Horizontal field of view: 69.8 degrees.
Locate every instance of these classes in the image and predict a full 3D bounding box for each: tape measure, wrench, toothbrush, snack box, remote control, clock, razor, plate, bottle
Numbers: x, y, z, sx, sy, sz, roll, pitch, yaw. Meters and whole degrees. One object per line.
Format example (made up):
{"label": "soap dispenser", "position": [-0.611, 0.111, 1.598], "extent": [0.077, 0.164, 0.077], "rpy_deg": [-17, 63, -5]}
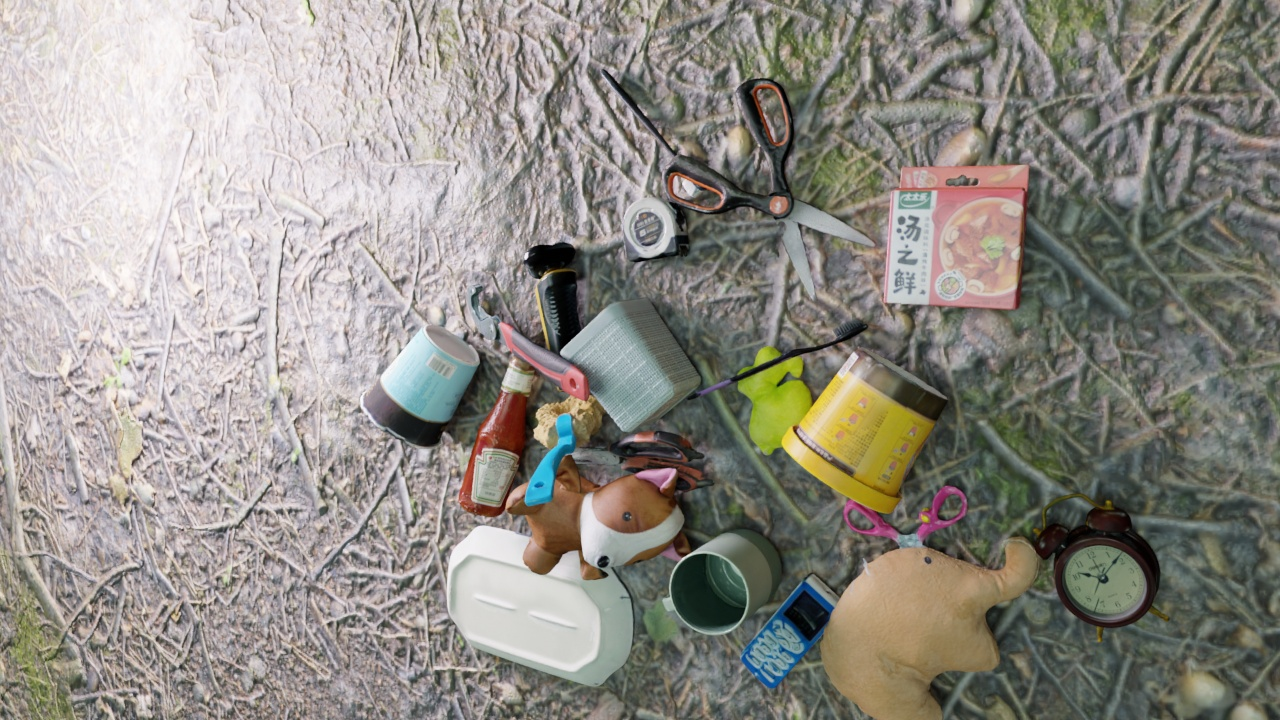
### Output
{"label": "tape measure", "position": [0.015, -0.138, 0.964], "extent": [0.066, 0.033, 0.066], "rpy_deg": [-4, 95, 27]}
{"label": "wrench", "position": [-0.128, -0.019, 1.002], "extent": [0.273, 0.016, 0.056], "rpy_deg": [35, 133, 47]}
{"label": "toothbrush", "position": [0.131, 0.000, 0.897], "extent": [0.189, 0.014, 0.016], "rpy_deg": [-23, 69, 11]}
{"label": "snack box", "position": [0.280, -0.111, 0.815], "extent": [0.113, 0.044, 0.127], "rpy_deg": [5, 97, 28]}
{"label": "toothbrush", "position": [0.010, -0.242, 0.967], "extent": [0.018, 0.015, 0.181], "rpy_deg": [-45, 74, 33]}
{"label": "remote control", "position": [0.154, 0.276, 0.932], "extent": [0.049, 0.024, 0.125], "rpy_deg": [42, 113, 19]}
{"label": "clock", "position": [0.387, 0.171, 0.778], "extent": [0.082, 0.055, 0.122], "rpy_deg": [-30, 79, 28]}
{"label": "razor", "position": [-0.092, -0.047, 1.026], "extent": [0.068, 0.062, 0.167], "rpy_deg": [2, 103, 59]}
{"label": "plate", "position": [-0.132, 0.292, 1.083], "extent": [0.266, 0.034, 0.162], "rpy_deg": [9, 99, 28]}
{"label": "bottle", "position": [-0.159, 0.079, 1.066], "extent": [0.060, 0.059, 0.206], "rpy_deg": [21, 98, 25]}

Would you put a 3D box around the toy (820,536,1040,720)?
{"label": "toy", "position": [0.259, 0.235, 0.842], "extent": [0.143, 0.082, 0.226], "rpy_deg": [36, 111, 11]}

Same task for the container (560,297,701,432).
{"label": "container", "position": [-0.006, 0.006, 0.959], "extent": [0.090, 0.090, 0.111], "rpy_deg": [-42, 78, 25]}

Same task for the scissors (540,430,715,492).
{"label": "scissors", "position": [-0.017, 0.113, 0.999], "extent": [0.199, 0.015, 0.205], "rpy_deg": [28, 148, -2]}

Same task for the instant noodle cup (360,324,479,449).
{"label": "instant noodle cup", "position": [-0.255, 0.025, 1.093], "extent": [0.111, 0.111, 0.120], "rpy_deg": [40, 104, 19]}

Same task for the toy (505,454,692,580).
{"label": "toy", "position": [-0.043, 0.171, 0.979], "extent": [0.200, 0.130, 0.140], "rpy_deg": [-2, 122, 19]}

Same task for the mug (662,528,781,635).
{"label": "mug", "position": [0.078, 0.223, 0.921], "extent": [0.112, 0.106, 0.082], "rpy_deg": [-29, 82, 27]}

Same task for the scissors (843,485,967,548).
{"label": "scissors", "position": [0.255, 0.168, 0.873], "extent": [0.134, 0.017, 0.133], "rpy_deg": [31, 112, 18]}

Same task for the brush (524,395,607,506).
{"label": "brush", "position": [-0.083, 0.088, 0.929], "extent": [0.083, 0.254, 0.046], "rpy_deg": [-13, 104, 7]}

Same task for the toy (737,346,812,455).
{"label": "toy", "position": [0.137, 0.041, 0.915], "extent": [0.100, 0.031, 0.097], "rpy_deg": [48, 112, 17]}

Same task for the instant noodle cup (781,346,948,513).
{"label": "instant noodle cup", "position": [0.208, 0.058, 0.835], "extent": [0.118, 0.118, 0.114], "rpy_deg": [34, 102, 22]}

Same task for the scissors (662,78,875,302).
{"label": "scissors", "position": [0.124, -0.172, 0.901], "extent": [0.221, 0.021, 0.228], "rpy_deg": [8, 95, 21]}
